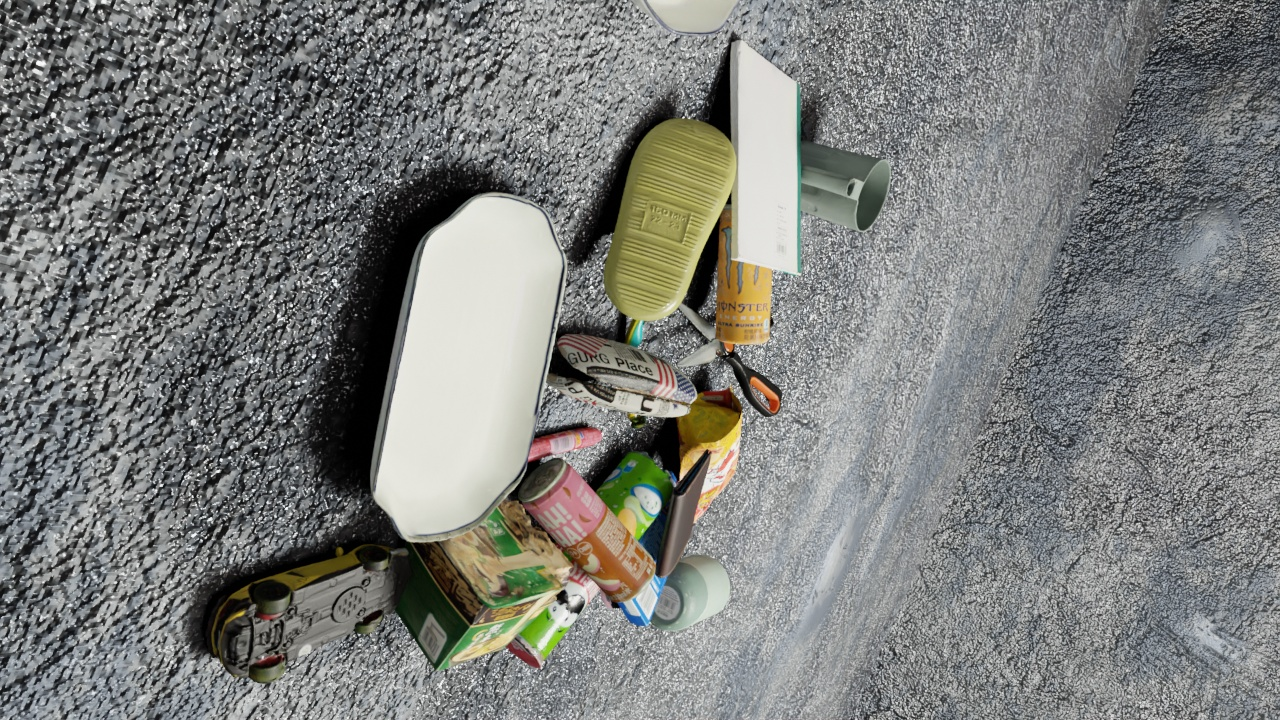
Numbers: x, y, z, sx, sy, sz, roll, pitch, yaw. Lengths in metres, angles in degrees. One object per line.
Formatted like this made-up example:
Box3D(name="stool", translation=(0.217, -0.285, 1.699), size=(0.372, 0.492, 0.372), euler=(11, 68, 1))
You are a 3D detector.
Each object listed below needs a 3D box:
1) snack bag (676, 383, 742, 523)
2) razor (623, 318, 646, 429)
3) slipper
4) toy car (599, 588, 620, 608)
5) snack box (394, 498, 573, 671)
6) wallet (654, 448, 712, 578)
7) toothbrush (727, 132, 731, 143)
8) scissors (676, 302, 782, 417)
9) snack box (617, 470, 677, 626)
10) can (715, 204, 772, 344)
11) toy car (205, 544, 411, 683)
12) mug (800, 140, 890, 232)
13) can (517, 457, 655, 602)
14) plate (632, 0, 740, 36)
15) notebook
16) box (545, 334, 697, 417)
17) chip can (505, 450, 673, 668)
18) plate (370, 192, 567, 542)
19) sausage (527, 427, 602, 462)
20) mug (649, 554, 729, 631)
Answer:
Box3D(name="snack bag", translation=(0.083, 0.120, 1.123), size=(0.128, 0.073, 0.208), euler=(-50, 154, -26))
Box3D(name="razor", translation=(-0.005, 0.005, 0.921), size=(0.043, 0.028, 0.133), euler=(-82, 175, -54))
Box3D(name="slipper", translation=(0.018, -0.125, 0.828), size=(0.082, 0.091, 0.190), euler=(158, -48, -76))
Box3D(name="toy car", translation=(-0.012, 0.238, 1.069), size=(0.122, 0.037, 0.056), euler=(-41, 128, -51))
Box3D(name="snack box", translation=(-0.141, 0.187, 0.757), size=(0.117, 0.118, 0.106), euler=(2, 126, -54))
Box3D(name="wallet", translation=(0.048, 0.169, 1.013), size=(0.096, 0.020, 0.122), euler=(-49, 155, -54))
Box3D(name="toothbrush", translation=(0.139, -0.190, 1.012), size=(0.026, 0.027, 0.212), euler=(-23, 155, 16))
Box3D(name="scissors", translation=(0.104, -0.018, 1.044), size=(0.221, 0.022, 0.223), euler=(54, 41, -28))
Box3D(name="snack box", translation=(0.012, 0.211, 1.045), size=(0.156, 0.026, 0.084), euler=(-63, 142, -37))
Box3D(name="can", translation=(0.111, -0.092, 0.974), size=(0.058, 0.058, 0.146), euler=(-14, 108, -54))
Box3D(name="toy car", translation=(-0.235, 0.178, 0.669), size=(0.155, 0.041, 0.071), euler=(-13, 122, -52))
Box3D(name="mug", translation=(0.211, -0.202, 1.038), size=(0.123, 0.103, 0.084), euler=(0, 112, -57))
Box3D(name="can", translation=(-0.049, 0.161, 0.866), size=(0.147, 0.058, 0.057), euler=(51, 62, -19))
Box3D(name="plate", translation=(0.042, -0.360, 0.714), size=(0.204, 0.045, 0.205), euler=(-38, 141, -39))
Box3D(name="notebook", translation=(0.130, -0.197, 0.927), size=(0.150, 0.012, 0.209), euler=(3, 86, -57))
Box3D(name="box", translation=(-0.009, 0.010, 0.851), size=(0.163, 0.074, 0.079), euler=(18, 90, -42))
Box3D(name="chip can", translation=(-0.056, 0.197, 0.938), size=(0.235, 0.072, 0.072), euler=(-48, 146, -29))
Box3D(name="plate", translation=(-0.133, 0.005, 0.690), size=(0.161, 0.034, 0.266), euler=(0, 105, -56))
Box3D(name="sausage", translation=(-0.083, 0.079, 0.860), size=(0.155, 0.020, 0.020), euler=(-9, 118, -55))
Box3D(name="mug", translation=(0.045, 0.305, 1.178), size=(0.112, 0.082, 0.106), euler=(-42, 159, 24))
